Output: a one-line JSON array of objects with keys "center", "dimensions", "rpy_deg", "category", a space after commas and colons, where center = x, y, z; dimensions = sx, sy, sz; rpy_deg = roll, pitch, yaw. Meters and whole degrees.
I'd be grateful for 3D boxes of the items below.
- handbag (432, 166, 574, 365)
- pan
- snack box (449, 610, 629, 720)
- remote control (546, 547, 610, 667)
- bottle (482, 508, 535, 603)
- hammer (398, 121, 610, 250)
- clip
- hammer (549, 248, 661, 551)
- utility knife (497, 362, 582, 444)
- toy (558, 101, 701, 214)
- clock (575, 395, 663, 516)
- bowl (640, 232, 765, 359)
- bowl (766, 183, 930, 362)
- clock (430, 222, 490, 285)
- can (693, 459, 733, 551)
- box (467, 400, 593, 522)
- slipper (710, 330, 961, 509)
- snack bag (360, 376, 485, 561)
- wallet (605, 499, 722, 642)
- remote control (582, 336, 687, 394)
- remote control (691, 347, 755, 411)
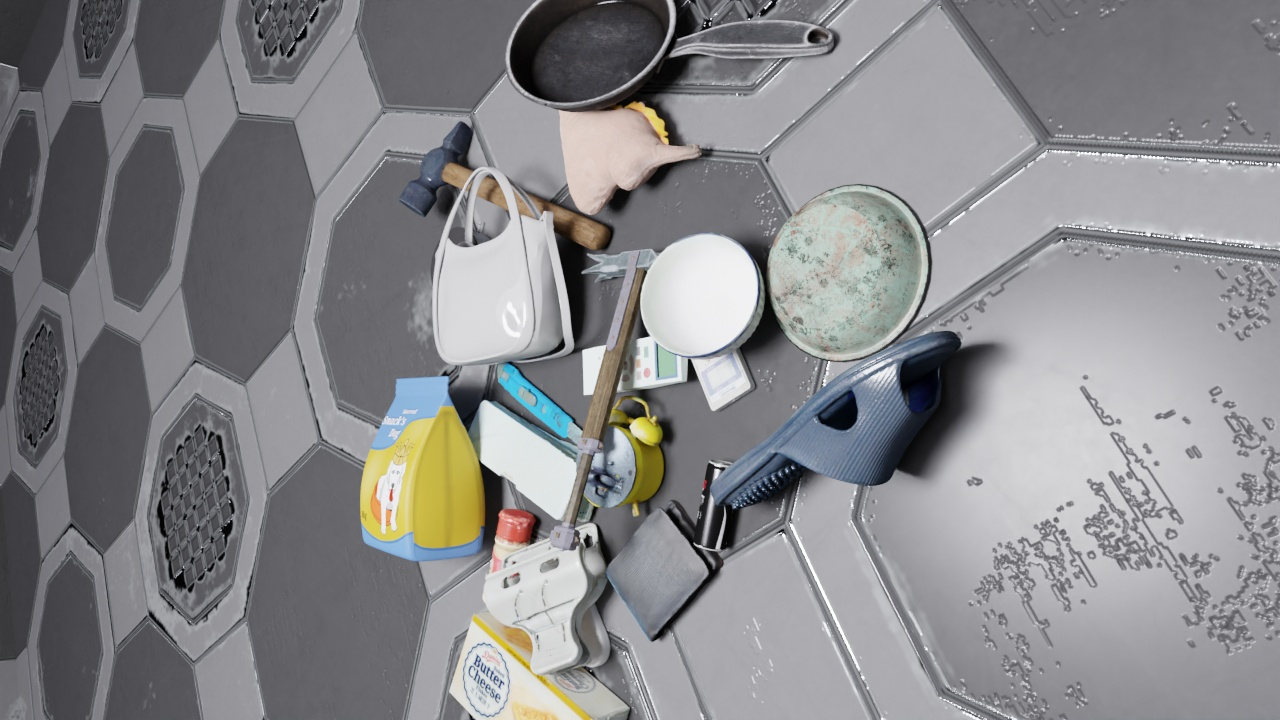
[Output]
[{"center": [-0.152, -0.110, 1.031], "dimensions": [0.216, 0.095, 0.222], "rpy_deg": [-9, 84, 39], "category": "handbag"}, {"center": [0.022, -0.317, 0.921], "dimensions": [0.357, 0.055, 0.187], "rpy_deg": [14, 70, 24], "category": "pan"}, {"center": [-0.113, 0.363, 0.983], "dimensions": [0.208, 0.057, 0.104], "rpy_deg": [26, 103, 39], "category": "snack box"}, {"center": [-0.069, 0.262, 0.984], "dimensions": [0.043, 0.013, 0.136], "rpy_deg": [-43, 60, 30], "category": "remote control"}, {"center": [-0.150, 0.224, 1.040], "dimensions": [0.044, 0.044, 0.109], "rpy_deg": [18, 98, 41], "category": "bottle"}, {"center": [-0.155, -0.193, 1.086], "dimensions": [0.322, 0.040, 0.129], "rpy_deg": [28, 83, 35], "category": "hammer"}, {"center": [-0.099, 0.245, 0.942], "dimensions": [0.126, 0.097, 0.152], "rpy_deg": [-25, 47, 20], "category": "clip"}, {"center": [-0.033, 0.033, 0.908], "dimensions": [0.147, 0.028, 0.316], "rpy_deg": [0, 68, 40], "category": "hammer"}, {"center": [-0.116, 0.049, 1.048], "dimensions": [0.179, 0.015, 0.031], "rpy_deg": [34, 112, 37], "category": "utility knife"}, {"center": [-0.036, -0.287, 0.993], "dimensions": [0.196, 0.065, 0.264], "rpy_deg": [-19, 66, 27], "category": "toy"}, {"center": [-0.018, 0.094, 0.929], "dimensions": [0.083, 0.057, 0.119], "rpy_deg": [12, 93, 42], "category": "clock"}, {"center": [0.066, -0.054, 0.856], "dimensions": [0.118, 0.062, 0.118], "rpy_deg": [-7, 75, 26], "category": "bowl"}, {"center": [0.168, -0.078, 0.796], "dimensions": [0.158, 0.038, 0.157], "rpy_deg": [-6, 82, 41], "category": "bowl"}, {"center": [-0.216, -0.106, 1.140], "dimensions": [0.095, 0.035, 0.122], "rpy_deg": [-25, 70, 37], "category": "clock"}, {"center": [0.072, 0.136, 0.862], "dimensions": [0.032, 0.031, 0.080], "rpy_deg": [13, 94, 41], "category": "can"}, {"center": [-0.123, 0.108, 1.028], "dimensions": [0.199, 0.066, 0.083], "rpy_deg": [25, 118, 43], "category": "box"}, {"center": [0.167, 0.072, 0.751], "dimensions": [0.264, 0.101, 0.082], "rpy_deg": [-43, 67, 36], "category": "slipper"}, {"center": [-0.260, 0.123, 1.086], "dimensions": [0.159, 0.102, 0.205], "rpy_deg": [-3, 87, 54], "category": "snack bag"}, {"center": [0.019, 0.207, 0.905], "dimensions": [0.089, 0.026, 0.115], "rpy_deg": [49, 117, 31], "category": "wallet"}, {"center": [-0.006, 0.006, 0.949], "dimensions": [0.144, 0.024, 0.049], "rpy_deg": [-10, 79, 42], "category": "remote control"}, {"center": [0.067, -0.021, 0.897], "dimensions": [0.050, 0.011, 0.135], "rpy_deg": [-36, 63, 33], "category": "remote control"}]
